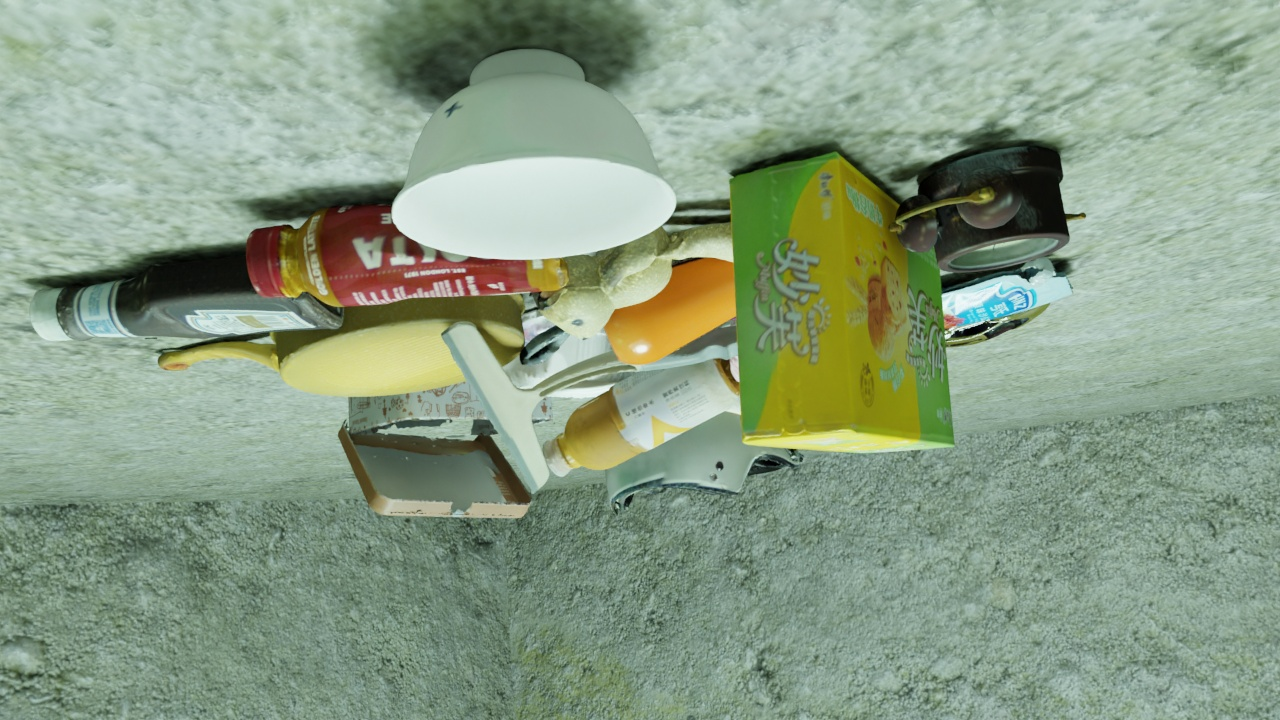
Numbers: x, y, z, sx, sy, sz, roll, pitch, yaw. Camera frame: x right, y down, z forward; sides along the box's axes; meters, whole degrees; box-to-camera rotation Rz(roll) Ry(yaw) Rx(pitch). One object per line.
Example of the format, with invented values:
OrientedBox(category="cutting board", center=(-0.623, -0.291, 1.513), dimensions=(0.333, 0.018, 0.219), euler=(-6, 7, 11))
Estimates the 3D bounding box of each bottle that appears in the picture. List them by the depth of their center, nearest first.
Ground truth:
OrientedBox(category="bottle", center=(-0.130, -0.062, 0.523), dimensions=(0.175, 0.057, 0.057), euler=(-5, 169, -2))
OrientedBox(category="bottle", center=(-0.302, -0.038, 0.608), dimensions=(0.195, 0.044, 0.080), euler=(-5, 165, 4))
OrientedBox(category="bottle", center=(0.045, -0.049, 0.641), dimensions=(0.149, 0.066, 0.067), euler=(-22, 168, 2))
OrientedBox(category="bottle", center=(-0.003, 0.049, 0.830), dimensions=(0.190, 0.068, 0.068), euler=(-29, 162, 17))

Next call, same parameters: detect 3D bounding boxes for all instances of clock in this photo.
OrientedBox(category="clock", center=(0.202, -0.088, 0.544), dimensions=(0.121, 0.055, 0.082), euler=(-1, 169, -35))

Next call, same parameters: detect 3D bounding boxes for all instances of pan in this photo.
OrientedBox(category="pan", center=(-0.264, -0.012, 0.762), dimensions=(0.358, 0.078, 0.197), euler=(-16, 165, 20))

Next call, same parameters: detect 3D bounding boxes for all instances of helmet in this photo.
OrientedBox(category="helmet", center=(0.071, 0.089, 1.145), dimensions=(0.231, 0.157, 0.273), euler=(-17, 175, 41))

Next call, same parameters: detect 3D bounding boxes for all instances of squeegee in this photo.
OrientedBox(category="squeegee", center=(-0.004, 0.004, 0.737), dimensions=(0.246, 0.039, 0.247), euler=(-16, 144, 1))

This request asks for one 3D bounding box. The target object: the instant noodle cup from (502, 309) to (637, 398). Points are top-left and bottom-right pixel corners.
OrientedBox(category="instant noodle cup", center=(-0.063, -0.001, 0.870), dimensions=(0.138, 0.060, 0.173), euler=(-15, 164, 41))

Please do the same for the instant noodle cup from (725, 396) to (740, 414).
OrientedBox(category="instant noodle cup", center=(0.122, 0.009, 0.899), dimensions=(0.116, 0.116, 0.124), euler=(2, 179, -34))

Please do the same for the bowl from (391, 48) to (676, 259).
OrientedBox(category="bowl", center=(-0.046, -0.091, 0.393), dimensions=(0.118, 0.064, 0.118), euler=(-5, 168, -1))

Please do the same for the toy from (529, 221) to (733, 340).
OrientedBox(category="toy", center=(0.006, -0.059, 0.585), dimensions=(0.157, 0.066, 0.105), euler=(-16, -166, -7))

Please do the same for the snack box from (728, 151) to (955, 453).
OrientedBox(category="snack box", center=(0.135, -0.023, 0.582), dimensions=(0.070, 0.157, 0.209), euler=(-8, 170, 32))

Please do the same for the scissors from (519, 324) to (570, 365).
OrientedBox(category="scissors", center=(-0.031, -0.041, 0.712), dimensions=(0.159, 0.014, 0.180), euler=(-18, 167, -46))

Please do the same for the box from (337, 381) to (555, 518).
OrientedBox(category="box", center=(-0.198, 0.081, 0.927), dimensions=(0.182, 0.174, 0.152), euler=(4, 165, -41))

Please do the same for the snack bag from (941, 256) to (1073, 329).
OrientedBox(category="snack bag", center=(0.285, -0.052, 0.829), dimensions=(0.191, 0.038, 0.110), euler=(-12, 156, 28))

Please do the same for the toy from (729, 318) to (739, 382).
OrientedBox(category="toy", center=(0.150, -0.023, 0.784), dimensions=(0.159, 0.054, 0.121), euler=(-7, 129, -15))

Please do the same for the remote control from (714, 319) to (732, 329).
OrientedBox(category="remote control", center=(0.030, -0.027, 0.823), dimensions=(0.049, 0.024, 0.124), euler=(-13, 179, 42))

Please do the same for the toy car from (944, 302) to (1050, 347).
OrientedBox(category="toy car", center=(0.323, -0.038, 0.910), dimensions=(0.158, 0.042, 0.070), euler=(-14, 167, 27))

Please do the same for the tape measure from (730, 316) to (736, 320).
OrientedBox(category="tape measure", center=(0.055, -0.054, 0.703), dimensions=(0.057, 0.039, 0.057), euler=(-14, 161, 42))
